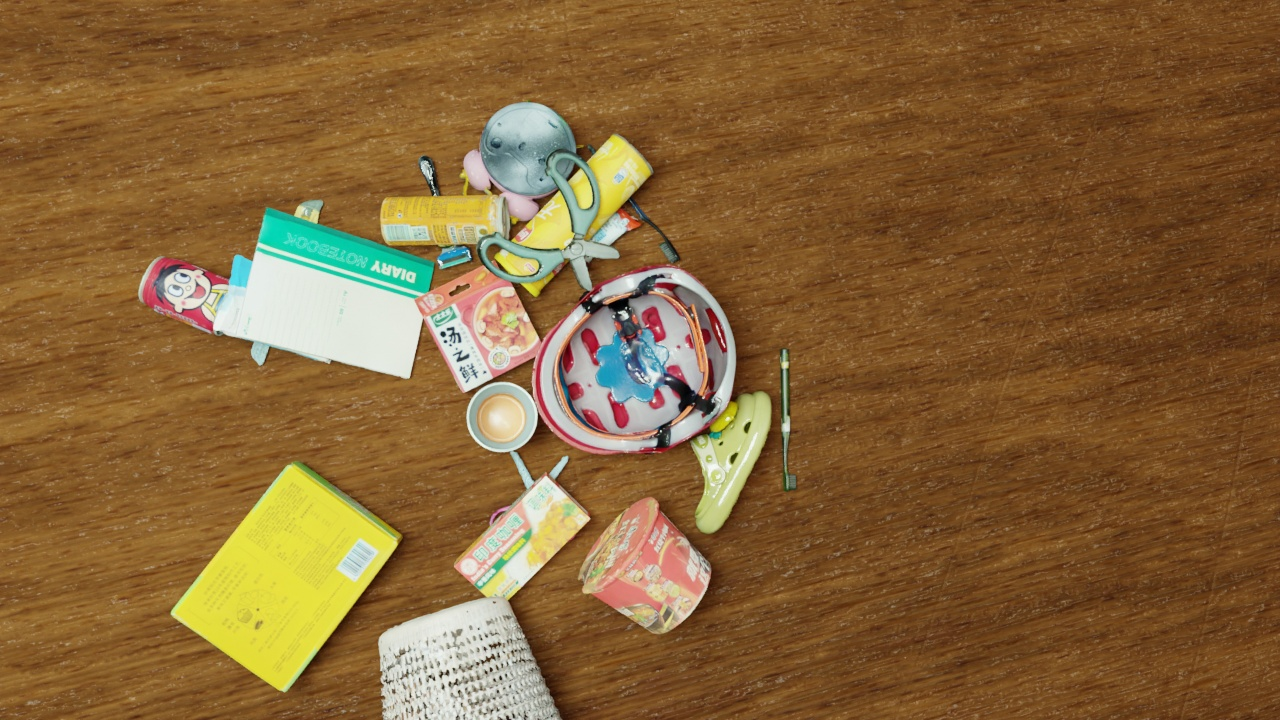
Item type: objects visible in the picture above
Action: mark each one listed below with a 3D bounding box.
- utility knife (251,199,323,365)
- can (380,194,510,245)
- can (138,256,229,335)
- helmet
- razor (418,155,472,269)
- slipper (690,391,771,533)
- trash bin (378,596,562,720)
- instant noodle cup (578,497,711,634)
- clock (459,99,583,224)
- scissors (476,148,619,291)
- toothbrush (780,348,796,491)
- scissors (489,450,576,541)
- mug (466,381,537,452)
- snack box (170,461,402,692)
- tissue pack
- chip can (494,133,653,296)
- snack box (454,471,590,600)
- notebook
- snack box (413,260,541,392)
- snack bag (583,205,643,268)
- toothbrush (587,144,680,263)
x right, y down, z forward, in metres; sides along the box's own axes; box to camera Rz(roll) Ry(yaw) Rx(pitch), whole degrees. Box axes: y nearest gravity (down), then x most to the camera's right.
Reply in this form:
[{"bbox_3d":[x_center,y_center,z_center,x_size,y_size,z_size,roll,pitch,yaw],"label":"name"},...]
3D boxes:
[{"bbox_3d":[-0.431,-0.098,1.111,0.031,0.022,0.213,17,88,-1],"label":"utility knife"},{"bbox_3d":[-0.233,-0.168,1.097,0.146,0.058,0.058,-1,85,3],"label":"can"},{"bbox_3d":[-0.521,-0.076,1.066,0.094,0.066,0.066,23,82,-6],"label":"can"},{"bbox_3d":[-0.007,0.006,1.103,0.240,0.144,0.207,-24,90,2],"label":"helmet"},{"bbox_3d":[-0.248,-0.185,1.139,0.042,0.022,0.142,-18,90,1],"label":"razor"},{"bbox_3d":[0.100,0.119,1.137,0.081,0.092,0.190,24,86,-4],"label":"slipper"},{"bbox_3d":[-0.196,0.376,1.021,0.227,0.228,0.192,-16,75,-10],"label":"trash bin"},{"bbox_3d":[0.011,0.249,1.094,0.108,0.138,0.137,42,81,-12],"label":"instant noodle cup"},{"bbox_3d":[-0.153,-0.241,1.140,0.117,0.060,0.158,41,79,-5],"label":"clock"},{"bbox_3d":[-0.103,-0.165,1.073,0.170,0.019,0.179,4,101,-15],"label":"scissors"},{"bbox_3d":[0.191,0.077,1.191,0.017,0.012,0.185,0,85,-15],"label":"toothbrush"},{"bbox_3d":[-0.133,0.173,1.130,0.135,0.017,0.133,-29,94,-5],"label":"scissors"},{"bbox_3d":[-0.163,0.067,1.082,0.078,0.123,0.078,1,86,-9],"label":"mug"},{"bbox_3d":[-0.402,0.245,1.058,0.157,0.070,0.210,37,82,-4],"label":"snack box"},{"bbox_3d":[-0.412,-0.057,1.065,0.140,0.063,0.090,20,81,-37],"label":"tissue pack"},{"bbox_3d":[-0.081,-0.177,1.125,0.072,0.072,0.213,44,88,-3],"label":"chip can"},{"bbox_3d":[-0.142,0.216,1.107,0.156,0.027,0.077,-45,99,0],"label":"snack box"},{"bbox_3d":[-0.348,-0.074,1.067,0.209,0.012,0.150,17,79,-38],"label":"notebook"},{"bbox_3d":[-0.196,-0.042,1.116,0.113,0.044,0.127,-28,100,-9],"label":"snack box"},{"bbox_3d":[-0.049,-0.158,1.164,0.104,0.026,0.048,-43,69,-9],"label":"snack bag"},{"bbox_3d":[-0.011,-0.201,1.182,0.016,0.014,0.189,-38,91,14],"label":"toothbrush"}]
